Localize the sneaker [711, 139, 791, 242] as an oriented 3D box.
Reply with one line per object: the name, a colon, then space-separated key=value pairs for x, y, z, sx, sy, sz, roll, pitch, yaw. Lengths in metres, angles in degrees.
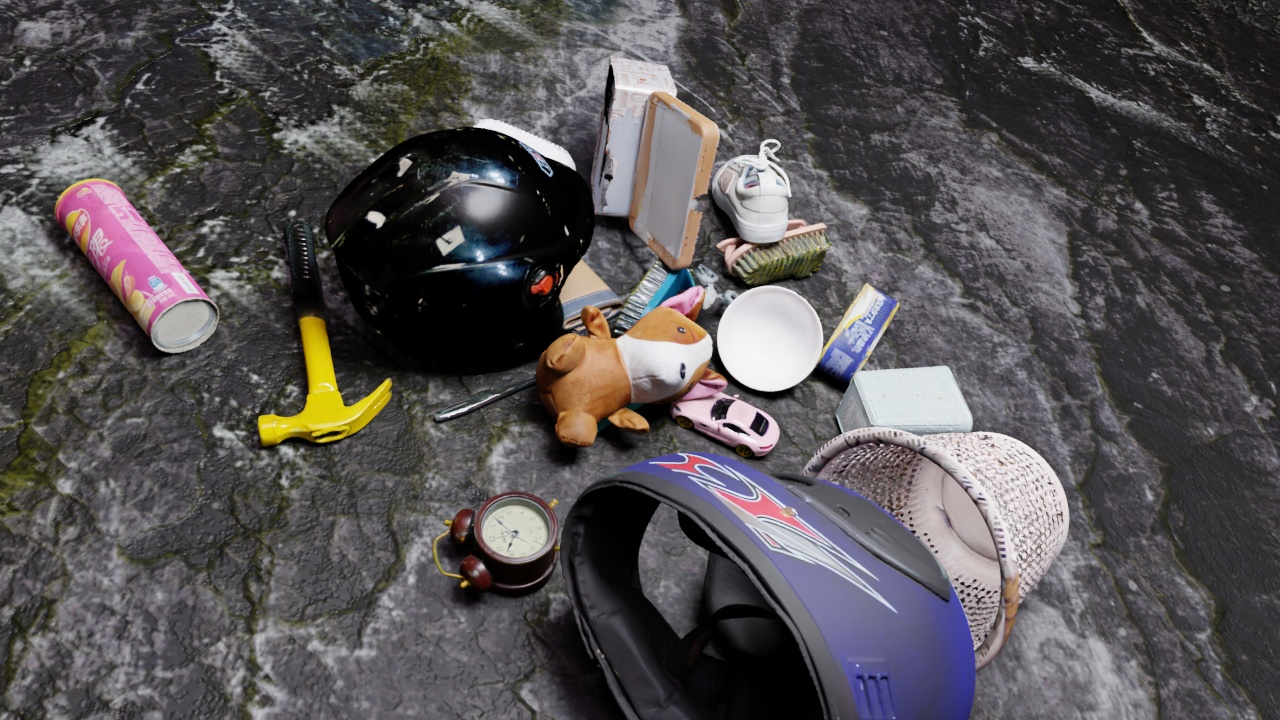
sneaker: x=0.144 y=-0.241 z=1.206 sx=0.089 sy=0.091 sz=0.241 roll=-2 pitch=29 yaw=-2

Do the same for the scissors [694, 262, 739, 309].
scissors: x=0.088 y=-0.076 z=1.069 sx=0.156 sy=0.014 sz=0.168 roll=32 pitch=19 yaw=-33

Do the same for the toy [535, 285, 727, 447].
toy: x=-0.006 y=0.005 z=0.941 sx=0.199 sy=0.140 sz=0.130 roll=-16 pitch=17 yaw=-25

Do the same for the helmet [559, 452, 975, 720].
helmet: x=0.113 y=0.203 z=0.736 sx=0.239 sy=0.248 sz=0.315 roll=-5 pitch=41 yaw=-47

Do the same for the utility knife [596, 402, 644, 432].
utility knife: x=-0.017 y=0.045 z=0.995 sx=0.150 sy=0.013 sz=0.029 roll=-30 pitch=59 yaw=-32

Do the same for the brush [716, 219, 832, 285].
brush: x=0.170 y=-0.140 z=1.180 sx=0.145 sy=0.063 sz=0.073 roll=-16 pitch=59 yaw=-25

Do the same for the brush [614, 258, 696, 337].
brush: x=0.026 y=-0.065 z=1.074 sx=0.073 sy=0.055 sz=0.143 roll=23 pitch=45 yaw=10

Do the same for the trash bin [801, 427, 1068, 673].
trash bin: x=0.286 y=0.157 z=0.858 sx=0.191 sy=0.228 sz=0.227 roll=-12 pitch=52 yaw=-40

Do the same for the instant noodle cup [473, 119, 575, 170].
instant noodle cup: x=-0.168 y=-0.248 z=1.186 sx=0.173 sy=0.060 sz=0.137 roll=23 pitch=47 yaw=8

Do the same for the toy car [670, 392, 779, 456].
toy car: x=0.092 y=0.061 z=0.994 sx=0.122 sy=0.037 sz=0.056 roll=25 pitch=46 yaw=9

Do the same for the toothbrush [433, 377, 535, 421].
toothbrush: x=-0.136 y=0.029 z=0.975 sx=0.180 sy=0.018 sz=0.015 roll=-22 pitch=61 yaw=-29

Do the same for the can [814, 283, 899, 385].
can: x=0.260 y=-0.032 z=1.098 sx=0.049 sy=0.075 sz=0.147 roll=32 pitch=48 yaw=10

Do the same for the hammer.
hammer: x=-0.344 y=-0.038 z=0.966 sx=0.128 sy=0.033 sz=0.300 roll=-7 pitch=51 yaw=-22

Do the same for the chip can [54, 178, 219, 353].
chip can: x=-0.520 y=-0.099 z=0.946 sx=0.071 sy=0.072 sz=0.210 roll=-30 pitch=63 yaw=-35

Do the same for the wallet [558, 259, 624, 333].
wallet: x=-0.087 y=-0.086 z=1.081 sx=0.090 sy=0.033 sz=0.115 roll=-23 pitch=57 yaw=-34

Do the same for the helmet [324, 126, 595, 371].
helmet: x=-0.187 y=-0.129 z=0.958 sx=0.275 sy=0.230 sz=0.233 roll=-41 pitch=62 yaw=3

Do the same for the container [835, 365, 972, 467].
container: x=0.285 y=0.063 z=1.011 sx=0.111 sy=0.090 sz=0.089 roll=0 pitch=48 yaw=-11

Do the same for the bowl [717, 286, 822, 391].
bowl: x=0.151 y=-0.026 z=1.059 sx=0.118 sy=0.118 sz=0.064 roll=27 pitch=8 yaw=10

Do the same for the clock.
clock: x=-0.125 y=0.166 z=0.826 sx=0.121 sy=0.055 sz=0.082 roll=-9 pitch=52 yaw=-20

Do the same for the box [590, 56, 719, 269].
box: x=0.009 y=-0.245 z=1.112 sx=0.105 sy=0.179 sz=0.260 roll=4 pitch=33 yaw=-11
